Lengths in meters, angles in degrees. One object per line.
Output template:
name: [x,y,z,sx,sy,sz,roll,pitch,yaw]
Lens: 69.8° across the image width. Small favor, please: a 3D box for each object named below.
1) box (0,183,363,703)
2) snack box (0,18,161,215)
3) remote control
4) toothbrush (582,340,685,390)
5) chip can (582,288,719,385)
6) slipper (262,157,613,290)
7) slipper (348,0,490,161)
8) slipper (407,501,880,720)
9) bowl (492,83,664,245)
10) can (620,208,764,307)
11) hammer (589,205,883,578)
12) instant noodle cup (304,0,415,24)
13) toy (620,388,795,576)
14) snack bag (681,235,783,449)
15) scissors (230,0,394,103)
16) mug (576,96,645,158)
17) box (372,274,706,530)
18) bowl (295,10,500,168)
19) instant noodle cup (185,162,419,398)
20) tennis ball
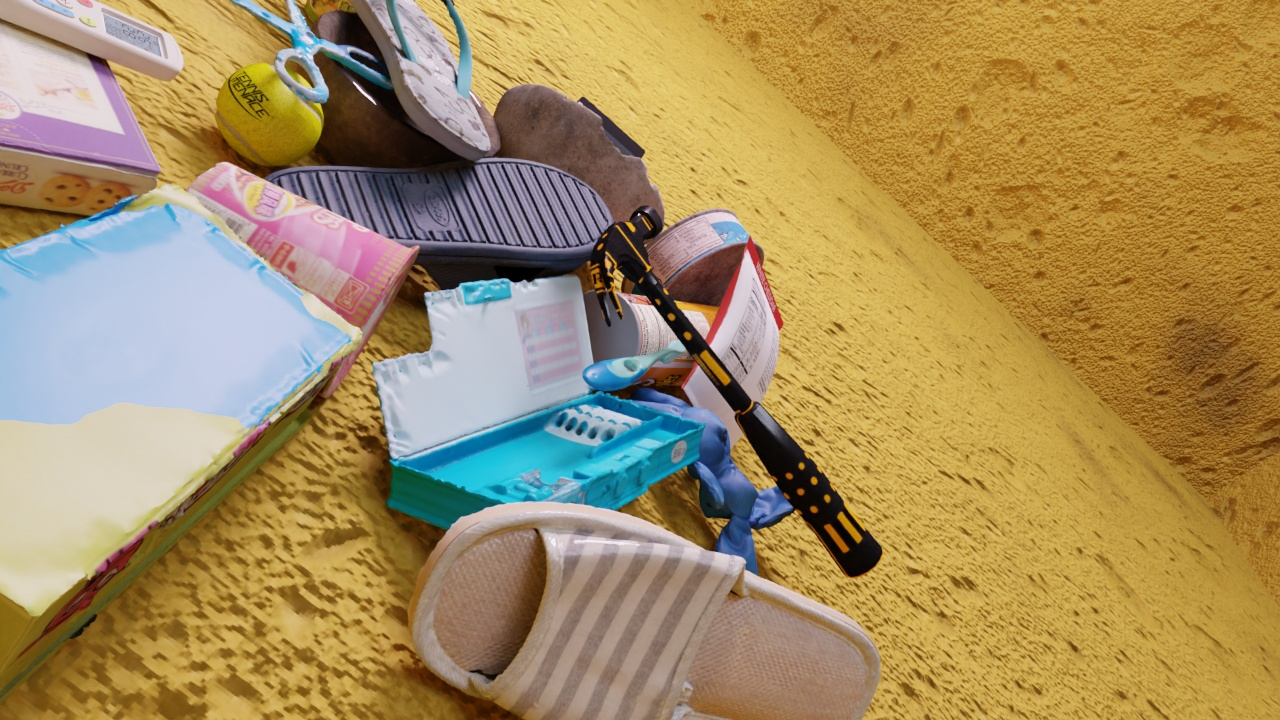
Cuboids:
box: [-0.217,0.019,0.361,0.124,0.083,0.220,40,23,-10]
snack box: [-0.340,-0.142,0.459,0.143,0.041,0.148,1,49,-56]
remote control: [-0.314,-0.189,0.499,0.125,0.018,0.038,17,37,-48]
toothbrush: [-0.004,0.004,0.606,0.022,0.017,0.135,50,28,11]
chip can: [0.028,-0.015,0.784,0.214,0.075,0.075,2,48,-56]
slipper: [-0.137,-0.081,0.645,0.263,0.083,0.101,-7,53,-36]
slipper: [-0.160,-0.245,0.697,0.098,0.055,0.268,26,28,-49]
slipper: [0.018,0.147,0.465,0.272,0.114,0.054,21,-1,-25]
bowl: [-0.071,-0.145,0.794,0.178,0.081,0.178,37,-14,11]
can: [0.048,-0.078,0.846,0.129,0.130,0.044,2,48,-55]
hammer: [0.073,0.036,0.649,0.320,0.036,0.123,52,33,-14]
instant noodle cup: [-0.245,-0.341,0.827,0.099,0.108,0.098,35,27,-20]
toy: [0.055,0.083,0.692,0.176,0.071,0.112,51,37,12]
snack bag: [0.083,-0.006,0.760,0.039,0.143,0.131,13,-25,29]
scissors: [-0.215,-0.207,0.616,0.139,0.011,0.134,13,38,-49]
mug: [-0.056,-0.222,0.988,0.088,0.078,0.113,39,-1,-12]
box: [-0.067,0.033,0.569,0.169,0.086,0.226,49,25,12]
bowl: [-0.195,-0.190,0.718,0.162,0.070,0.162,35,27,-21]
instant noodle cup: [-0.191,-0.048,0.493,0.108,0.098,0.097,32,27,-11]
tennis ball: [-0.244,-0.162,0.606,0.065,0.066,0.065,35,27,-21]
